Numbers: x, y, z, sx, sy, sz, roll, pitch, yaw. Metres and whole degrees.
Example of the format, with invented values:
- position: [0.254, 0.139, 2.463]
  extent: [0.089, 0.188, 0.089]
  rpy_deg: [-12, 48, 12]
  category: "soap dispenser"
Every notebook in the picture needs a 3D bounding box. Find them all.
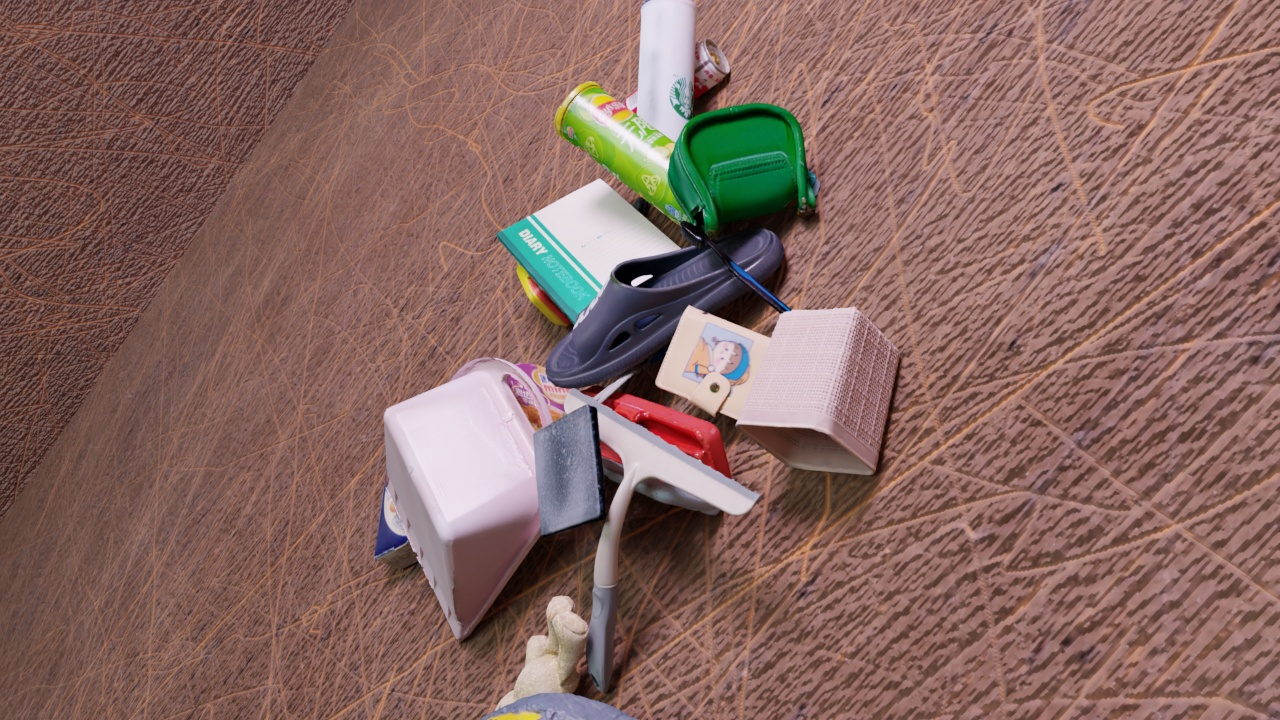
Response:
- position: [-0.060, -0.130, 1.056]
  extent: [0.150, 0.012, 0.209]
  rpy_deg: [-31, 46, -13]
  category: "notebook"

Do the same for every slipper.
- position: [0.009, -0.071, 0.911]
  extent: [0.268, 0.083, 0.110]
  rpy_deg: [-30, 27, 9]
  category: "slipper"

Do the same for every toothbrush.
- position: [0.103, -0.069, 0.841]
  extent: [0.189, 0.014, 0.016]
  rpy_deg: [43, 144, 19]
  category: "toothbrush"
- position: [-0.026, -0.111, 1.083]
  extent: [0.014, 0.016, 0.188]
  rpy_deg: [5, 71, 46]
  category: "toothbrush"

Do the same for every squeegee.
- position: [-0.023, 0.178, 0.781]
  extent: [0.247, 0.039, 0.247]
  rpy_deg: [27, 111, 47]
  category: "squeegee"

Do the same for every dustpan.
- position: [-0.173, 0.135, 0.967]
  extent: [0.222, 0.138, 0.274]
  rpy_deg: [57, 154, 25]
  category: "dustpan"

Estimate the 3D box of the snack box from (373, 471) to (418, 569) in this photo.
- position: [-0.247, 0.141, 1.126]
  extent: [0.178, 0.045, 0.182]
  rpy_deg: [-30, 46, 30]
  category: "snack box"

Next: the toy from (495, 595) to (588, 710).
- position: [-0.086, 0.280, 0.815]
  extent: [0.105, 0.066, 0.157]
  rpy_deg: [46, 121, 45]
  category: "toy"

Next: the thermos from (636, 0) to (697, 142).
- position: [0.031, -0.298, 1.058]
  extent: [0.073, 0.073, 0.224]
  rpy_deg: [-1, 86, 47]
  category: "thermos"

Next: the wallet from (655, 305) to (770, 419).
- position: [0.077, 0.009, 0.840]
  extent: [0.115, 0.024, 0.087]
  rpy_deg: [24, 83, 19]
  category: "wallet"

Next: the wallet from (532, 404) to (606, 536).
- position: [-0.063, 0.099, 0.804]
  extent: [0.121, 0.019, 0.097]
  rpy_deg: [-31, 62, 56]
  category: "wallet"

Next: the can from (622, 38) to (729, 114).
- position: [0.043, -0.336, 1.129]
  extent: [0.133, 0.053, 0.053]
  rpy_deg: [-29, 46, 31]
  category: "can"

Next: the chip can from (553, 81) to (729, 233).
- position: [0.008, -0.214, 0.990]
  extent: [0.221, 0.072, 0.072]
  rpy_deg: [40, 97, 18]
  category: "chip can"

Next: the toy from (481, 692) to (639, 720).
- position: [-0.074, 0.339, 0.739]
  extent: [0.357, 0.091, 0.138]
  rpy_deg: [-38, 79, 32]
  category: "toy"

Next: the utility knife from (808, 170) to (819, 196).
- position: [0.142, -0.208, 0.967]
  extent: [0.029, 0.013, 0.161]
  rpy_deg: [-52, 41, 13]
  category: "utility knife"

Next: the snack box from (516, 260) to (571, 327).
- position: [-0.096, -0.101, 1.102]
  extent: [0.080, 0.082, 0.091]
  rpy_deg: [-38, 41, 8]
  category: "snack box"

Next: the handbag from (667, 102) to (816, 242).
- position: [0.099, -0.182, 0.896]
  extent: [0.068, 0.131, 0.120]
  rpy_deg: [111, 141, -70]
  category: "handbag"

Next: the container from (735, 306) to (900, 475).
- position: [0.148, 0.023, 0.742]
  extent: [0.090, 0.090, 0.110]
  rpy_deg: [-1, 62, 48]
  category: "container"

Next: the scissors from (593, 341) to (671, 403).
- position: [0.006, 0.005, 0.902]
  extent: [0.129, 0.012, 0.172]
  rpy_deg: [-15, 24, 23]
  category: "scissors"

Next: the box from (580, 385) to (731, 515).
- position: [-0.012, 0.094, 0.861]
  extent: [0.091, 0.094, 0.202]
  rpy_deg: [-30, 27, -30]
  category: "box"

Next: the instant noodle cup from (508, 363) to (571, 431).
- position: [-0.128, 0.074, 0.998]
  extent: [0.099, 0.111, 0.111]
  rpy_deg: [-45, 39, 27]
  category: "instant noodle cup"
